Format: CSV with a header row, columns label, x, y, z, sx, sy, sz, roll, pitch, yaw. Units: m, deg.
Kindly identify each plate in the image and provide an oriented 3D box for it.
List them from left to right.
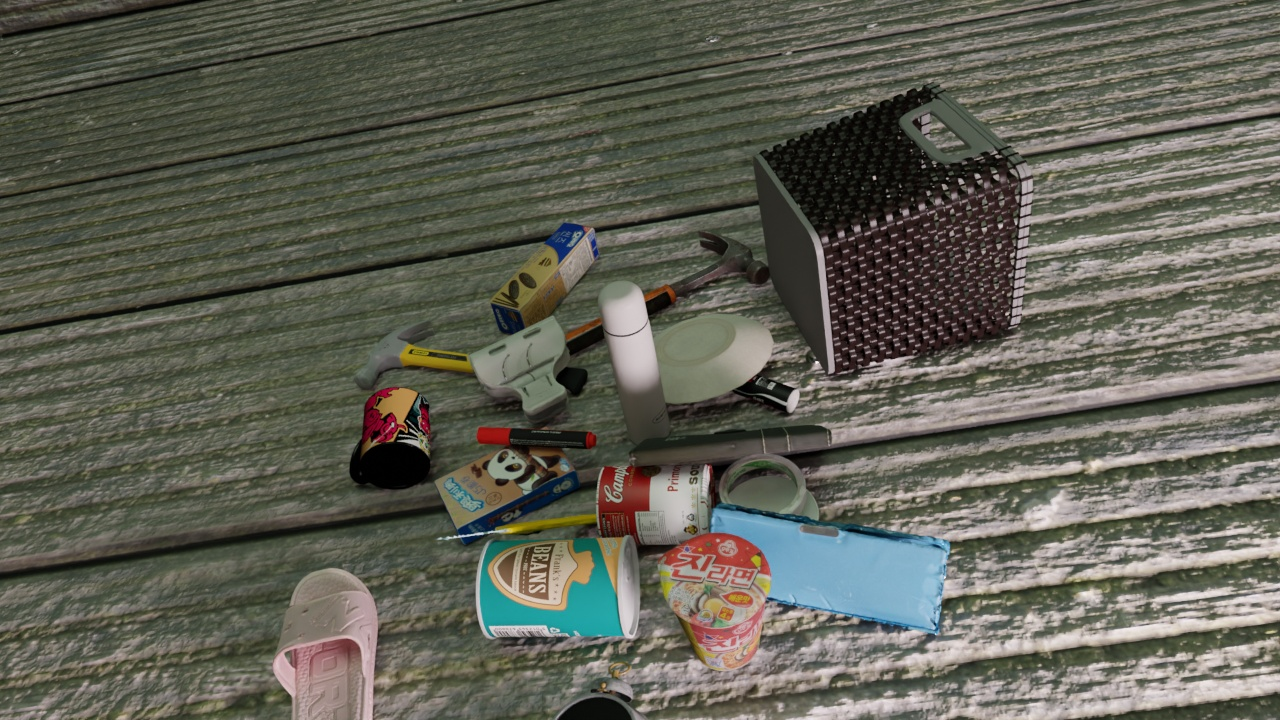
label,x,y,z,sx,sy,sz,roll,pitch,yaw
plate,0.074,-0.013,1.173,0.189,0.027,0.188,-15,32,9
plate,0.139,0.172,0.987,0.104,0.026,0.104,-7,43,6

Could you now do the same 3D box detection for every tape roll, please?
label,x,y,z,sx,sy,sz,roll,pitch,yaw
tape roll,0.131,0.141,0.988,0.094,0.018,0.093,-7,43,6

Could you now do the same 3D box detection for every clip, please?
label,x,y,z,sx,sy,sz,roll,pitch,yaw
clip,-0.148,0.004,1.166,0.126,0.099,0.152,-27,40,-8

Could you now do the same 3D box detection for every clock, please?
label,x,y,z,sx,sy,sz,roll,pitch,yaw
clock,-0.034,0.339,0.824,0.104,0.056,0.147,-3,47,23

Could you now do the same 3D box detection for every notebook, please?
label,x,y,z,sx,sy,sz,roll,pitch,yaw
notebook,0.100,0.092,1.010,0.209,0.029,0.169,-3,-2,7

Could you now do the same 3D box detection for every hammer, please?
label,x,y,z,sx,sy,sz,roll,pitch,yaw
hammer,-0.225,0.006,1.253,0.324,0.029,0.126,7,46,19
hammer,0.015,-0.092,1.295,0.314,0.035,0.138,-28,44,-16

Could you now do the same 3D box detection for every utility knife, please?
label,x,y,z,sx,sy,sz,roll,pitch,yaw
utility knife,-0.118,0.174,0.962,0.031,0.216,0.019,-17,74,44

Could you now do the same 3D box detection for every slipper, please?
label,x,y,z,sx,sy,sz,roll,pitch,yaw
slipper,-0.319,0.301,0.929,0.094,0.064,0.239,-17,44,-5

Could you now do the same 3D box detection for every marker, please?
label,x,y,z,sx,sy,sz,roll,pitch,yaw
marker,-0.123,0.091,1.088,0.145,0.021,0.023,1,12,15

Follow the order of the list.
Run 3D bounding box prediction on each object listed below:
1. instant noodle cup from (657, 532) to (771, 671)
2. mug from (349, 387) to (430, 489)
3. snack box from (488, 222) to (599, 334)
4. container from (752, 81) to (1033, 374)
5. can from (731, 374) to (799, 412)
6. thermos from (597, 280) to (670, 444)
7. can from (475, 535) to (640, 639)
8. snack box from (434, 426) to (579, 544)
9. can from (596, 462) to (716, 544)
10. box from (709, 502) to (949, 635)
label,x,y,z,sx,sy,sz,roll,pitch,yaw
instant noodle cup,0.077,0.237,0.867,0.100,0.113,0.100,-7,42,6
mug,-0.315,0.105,1.137,0.118,0.082,0.098,-34,39,17
snack box,-0.137,-0.122,1.347,0.057,0.056,0.206,14,48,27
container,0.302,-0.158,1.146,0.243,0.246,0.247,-18,42,-2
can,0.152,0.037,1.125,0.080,0.032,0.031,21,51,31
thermos,-0.006,0.006,1.052,0.052,0.224,0.052,-7,42,6
can,-0.080,0.228,0.923,0.144,0.099,0.099,-3,43,10
snack box,-0.157,0.145,1.079,0.151,0.034,0.087,-25,43,-14
can,0.019,0.155,0.988,0.116,0.087,0.086,-3,43,11
box,0.177,0.200,0.898,0.232,0.054,0.093,8,82,17
